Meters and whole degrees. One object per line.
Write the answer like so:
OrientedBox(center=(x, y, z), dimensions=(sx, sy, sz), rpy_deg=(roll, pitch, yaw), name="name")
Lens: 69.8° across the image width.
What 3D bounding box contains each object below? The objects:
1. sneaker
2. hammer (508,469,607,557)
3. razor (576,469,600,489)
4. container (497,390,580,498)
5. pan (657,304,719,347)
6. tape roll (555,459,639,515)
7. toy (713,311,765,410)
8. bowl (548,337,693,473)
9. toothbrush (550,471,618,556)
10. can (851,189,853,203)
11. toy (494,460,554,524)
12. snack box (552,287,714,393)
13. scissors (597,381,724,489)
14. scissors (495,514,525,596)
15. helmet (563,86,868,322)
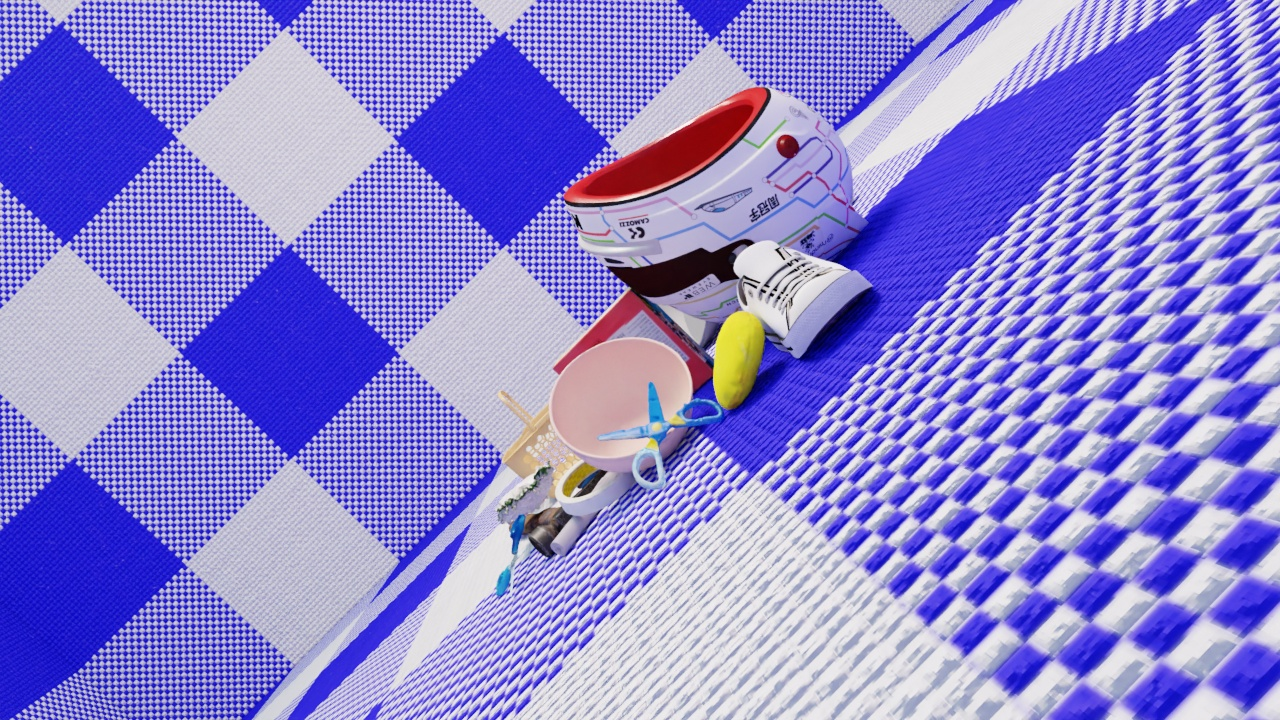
OrientedBox(center=(0.135, -0.071, 0.849), dimensions=(0.091, 0.097, 0.245), rpy_deg=(-45, 4, 5), name="sneaker")
OrientedBox(center=(-0.115, 0.195, 1.150), dimensions=(0.119, 0.033, 0.331), rpy_deg=(-42, 3, -21), name="hammer")
OrientedBox(center=(-0.052, 0.138, 1.143), dimensions=(0.043, 0.018, 0.141), rpy_deg=(-49, 6, -33), name="razor")
OrientedBox(center=(-0.154, 0.108, 1.363), dimensions=(0.129, 0.167, 0.183), rpy_deg=(-45, 5, -5), name="container")
OrientedBox(center=(0.094, -0.083, 1.291), dimensions=(0.050, 0.201, 0.357), rpy_deg=(-3, 14, -20), name="pan")
OrientedBox(center=(-0.046, 0.127, 0.978), dimensions=(0.094, 0.019, 0.094), rpy_deg=(-25, 21, 11), name="tape roll")
OrientedBox(center=(0.089, 0.000, 0.851), dimensions=(0.095, 0.041, 0.094), rpy_deg=(114, 166, -75), name="toy")
OrientedBox(center=(-0.012, 0.057, 0.943), dimensions=(0.152, 0.153, 0.076), rpy_deg=(-47, -37, -20), name="bowl")
OrientedBox(center=(-0.040, 0.141, 0.999), dimensions=(0.187, 0.019, 0.018), rpy_deg=(-49, 1, -43), name="toothbrush")
OrientedBox(center=(0.262, -0.224, 1.336), dimensions=(0.101, 0.053, 0.053), rpy_deg=(-40, 7, 42), name="can")
OrientedBox(center=(-0.143, 0.173, 1.148), dimensions=(0.095, 0.041, 0.109), rpy_deg=(-40, -4, -19), name="toy")
OrientedBox(center=(-0.007, 0.006, 1.112), dimensions=(0.143, 0.145, 0.040), rpy_deg=(-44, 8, 20), name="snack box")
OrientedBox(center=(0.018, 0.069, 0.865), dimensions=(0.125, 0.014, 0.130), rpy_deg=(-9, 46, 17), name="scissors")
OrientedBox(center=(-0.141, 0.214, 1.021), dimensions=(0.130, 0.014, 0.118), rpy_deg=(127, 157, -62), name="scissors")
OrientedBox(center=(0.096, -0.157, 1.054), dimensions=(0.314, 0.236, 0.231), rpy_deg=(-29, 27, 1), name="helmet")
